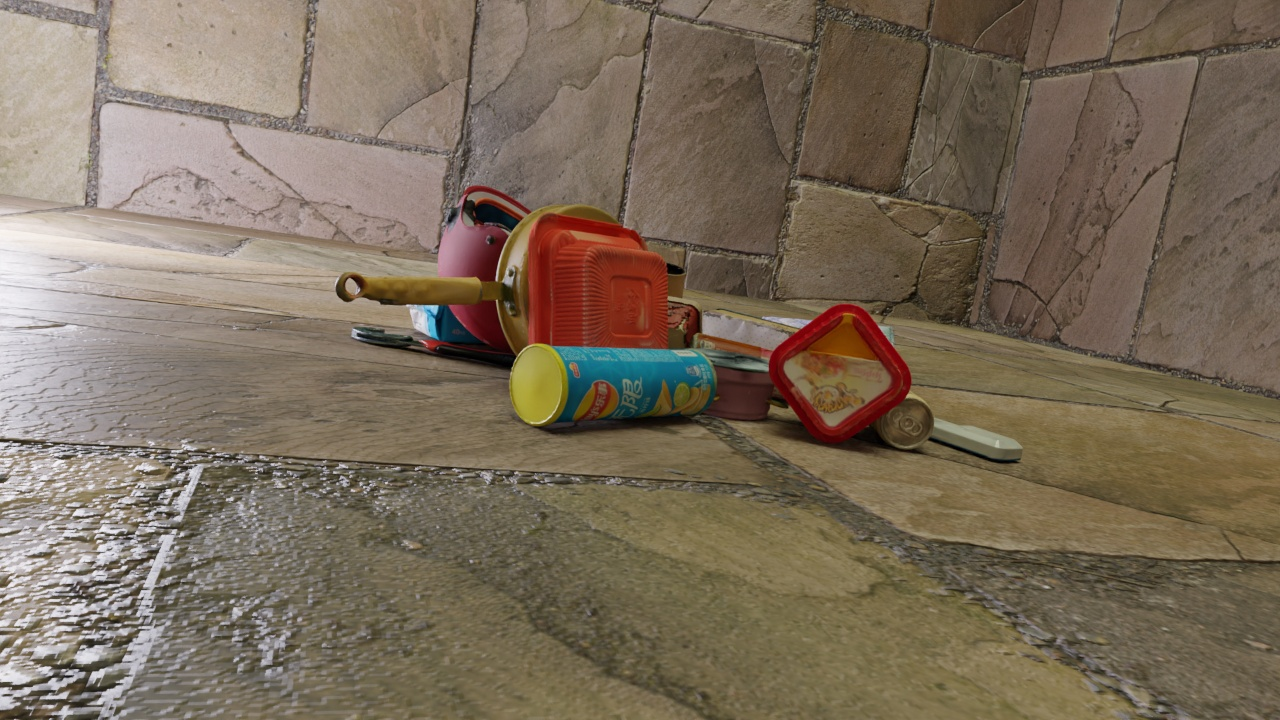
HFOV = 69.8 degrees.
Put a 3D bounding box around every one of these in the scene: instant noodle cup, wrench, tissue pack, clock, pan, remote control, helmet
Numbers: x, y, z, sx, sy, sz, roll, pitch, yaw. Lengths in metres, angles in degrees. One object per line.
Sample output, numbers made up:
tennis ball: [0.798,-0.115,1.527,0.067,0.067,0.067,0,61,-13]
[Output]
instant noodle cup: [0.204,0.011,0.952,0.116,0.116,0.124,54,10,3]
wrench: [-0.214,-0.011,1.074,0.273,0.016,0.056,10,9,11]
tissue pack: [-0.229,-0.059,1.214,0.139,0.063,0.090,3,10,-36]
clock: [0.087,0.022,1.024,0.117,0.060,0.158,4,11,-23]
pan: [-0.136,-0.071,0.953,0.078,0.197,0.356,-1,0,43]
instant noodle cup: [-0.036,-0.055,0.943,0.079,0.189,0.164,-2,0,44]
remote control: [0.357,0.084,1.014,0.049,0.024,0.125,4,9,-36]
helmet: [-0.163,-0.100,1.124,0.206,0.144,0.240,28,17,-39]

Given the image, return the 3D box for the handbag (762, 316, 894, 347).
handbag: [0.258,-0.009,1.298,0.194,0.076,0.133,7,29,12]

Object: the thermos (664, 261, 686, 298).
thermos: [0.018,-0.064,1.293,0.093,0.143,0.093,11,21,-4]

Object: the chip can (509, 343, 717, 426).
chip can: [-0.020,0.022,0.862,0.071,0.071,0.209,17,10,42]

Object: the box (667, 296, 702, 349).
box: [-0.010,-0.038,1.196,0.168,0.091,0.075,12,42,19]

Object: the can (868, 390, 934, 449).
can: [0.273,0.056,0.989,0.058,0.058,0.116,9,8,0]

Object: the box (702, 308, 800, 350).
box: [0.149,-0.013,1.224,0.184,0.090,0.059,20,14,31]

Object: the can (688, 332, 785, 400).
can: [0.131,0.009,1.129,0.147,0.058,0.058,13,8,-2]
